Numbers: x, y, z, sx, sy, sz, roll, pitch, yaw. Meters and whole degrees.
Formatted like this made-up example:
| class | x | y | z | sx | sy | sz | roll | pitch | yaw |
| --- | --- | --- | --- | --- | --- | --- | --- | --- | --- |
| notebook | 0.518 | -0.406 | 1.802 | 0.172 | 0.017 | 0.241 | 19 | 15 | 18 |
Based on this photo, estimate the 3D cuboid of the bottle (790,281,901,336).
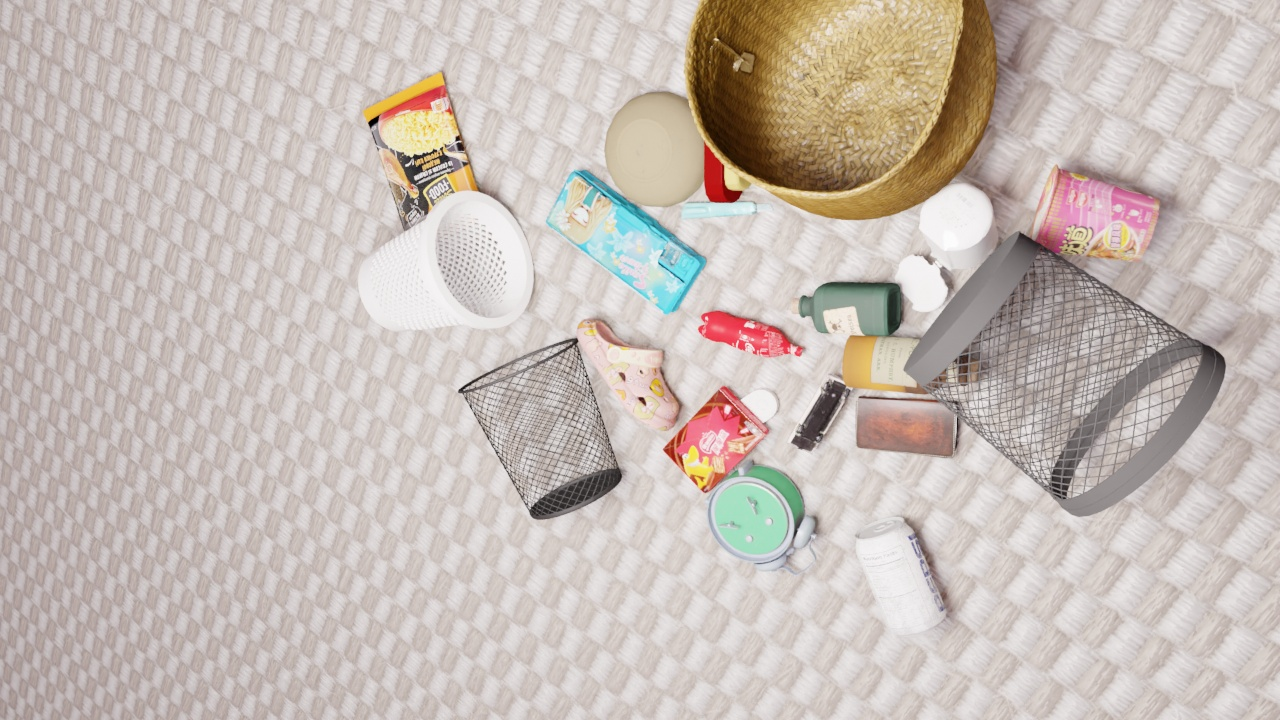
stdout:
| class | x | y | z | sx | sy | sz | roll | pitch | yaw |
| --- | --- | --- | --- | --- | --- | --- | --- | --- | --- |
| bottle | 0.250 | -0.065 | 1.136 | 0.131 | 0.061 | 0.061 | 4 | 106 | 33 |

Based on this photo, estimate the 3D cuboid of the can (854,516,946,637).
| class | x | y | z | sx | sy | sz | roll | pitch | yaw |
| --- | --- | --- | --- | --- | --- | --- | --- | --- | --- |
| can | 0.331 | 0.276 | 1.174 | 0.078 | 0.078 | 0.136 | -22 | 92 | 29 |

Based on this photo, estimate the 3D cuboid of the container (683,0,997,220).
| class | x | y | z | sx | sy | sz | roll | pitch | yaw |
| --- | --- | --- | --- | --- | --- | --- | --- | --- | --- |
| container | 0.220 | -0.305 | 0.991 | 0.308 | 0.196 | 0.307 | -3 | 84 | 31 |

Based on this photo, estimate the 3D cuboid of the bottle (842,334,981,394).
| class | x | y | z | sx | sy | sz | roll | pitch | yaw |
| --- | --- | --- | --- | --- | --- | --- | --- | --- | --- |
| bottle | 0.330 | 0.006 | 1.114 | 0.157 | 0.067 | 0.068 | 5 | 105 | 25 |

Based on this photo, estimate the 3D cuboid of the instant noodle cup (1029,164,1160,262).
| class | x | y | z | sx | sy | sz | roll | pitch | yaw |
| --- | --- | --- | --- | --- | --- | --- | --- | --- | --- |
| instant noodle cup | 0.488 | -0.152 | 0.987 | 0.109 | 0.097 | 0.098 | 15 | 109 | 14 |

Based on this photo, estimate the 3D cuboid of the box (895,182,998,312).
| class | x | y | z | sx | sy | sz | roll | pitch | yaw |
| --- | --- | --- | --- | --- | --- | --- | --- | --- | --- |
| box | 0.345 | -0.126 | 1.056 | 0.142 | 0.140 | 0.083 | -49 | 64 | 12 |

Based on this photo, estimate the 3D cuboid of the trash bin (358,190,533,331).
| class | x | y | z | sx | sy | sz | roll | pitch | yaw |
| --- | --- | --- | --- | --- | --- | --- | --- | --- | --- |
| trash bin | -0.296 | -0.125 | 1.338 | 0.200 | 0.195 | 0.195 | -12 | 97 | 38 |

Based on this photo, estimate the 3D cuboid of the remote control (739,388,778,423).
| class | x | y | z | sx | sy | sz | roll | pitch | yaw |
| --- | --- | --- | --- | --- | --- | --- | --- | --- | --- |
| remote control | 0.132 | 0.084 | 1.262 | 0.137 | 0.013 | 0.043 | -37 | 85 | 29 |

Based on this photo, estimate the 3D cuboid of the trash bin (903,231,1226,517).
| class | x | y | z | sx | sy | sz | roll | pitch | yaw |
| --- | --- | --- | --- | --- | --- | --- | --- | --- | --- |
| trash bin | 0.430 | 0.007 | 0.966 | 0.227 | 0.217 | 0.218 | 38 | 116 | 7 |

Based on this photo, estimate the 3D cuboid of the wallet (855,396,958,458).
| class | x | y | z | sx | sy | sz | roll | pitch | yaw |
| --- | --- | --- | --- | --- | --- | --- | --- | --- | --- |
| wallet | 0.335 | 0.082 | 1.157 | 0.123 | 0.019 | 0.072 | 4 | 104 | 26 |

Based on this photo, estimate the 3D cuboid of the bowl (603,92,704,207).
| class | x | y | z | sx | sy | sz | roll | pitch | yaw |
| --- | --- | --- | --- | --- | --- | --- | --- | --- | --- |
| bowl | 0.015 | -0.277 | 1.210 | 0.152 | 0.050 | 0.152 | 7 | 105 | 25 |

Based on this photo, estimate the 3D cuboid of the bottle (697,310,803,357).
| class | x | y | z | sx | sy | sz | roll | pitch | yaw |
| --- | --- | --- | --- | --- | --- | --- | --- | --- | --- |
| bottle | 0.146 | -0.031 | 1.210 | 0.142 | 0.041 | 0.042 | 19 | 110 | 21 |

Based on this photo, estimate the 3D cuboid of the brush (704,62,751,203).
| class | x | y | z | sx | sy | sz | roll | pitch | yaw |
| --- | --- | --- | --- | --- | --- | --- | --- | --- | --- |
| brush | 0.113 | -0.283 | 1.141 | 0.042 | 0.082 | 0.173 | 6 | 105 | 25 |

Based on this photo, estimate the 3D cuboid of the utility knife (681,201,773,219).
| class | x | y | z | sx | sy | sz | roll | pitch | yaw |
| --- | --- | --- | --- | --- | --- | --- | --- | --- | --- |
| utility knife | 0.112 | -0.198 | 1.202 | 0.126 | 0.015 | 0.022 | 2 | 105 | 24 |

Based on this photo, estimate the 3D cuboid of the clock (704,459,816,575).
| class | x | y | z | sx | sy | sz | roll | pitch | yaw |
| --- | --- | --- | --- | --- | --- | --- | --- | --- | --- |
| clock | 0.169 | 0.223 | 1.242 | 0.161 | 0.075 | 0.122 | 47 | 118 | 8 |

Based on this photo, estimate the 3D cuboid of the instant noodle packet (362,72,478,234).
| class | x | y | z | sx | sy | sz | roll | pitch | yaw |
| --- | --- | --- | --- | --- | --- | --- | --- | --- | --- |
| instant noodle packet | -0.326 | -0.298 | 1.384 | 0.160 | 0.032 | 0.221 | -15 | 96 | 29 |

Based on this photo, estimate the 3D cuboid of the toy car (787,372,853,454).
| class | x | y | z | sx | sy | sz | roll | pitch | yaw |
| --- | --- | --- | --- | --- | --- | --- | --- | --- | --- |
| toy car | 0.233 | 0.067 | 1.194 | 0.039 | 0.039 | 0.113 | 24 | 112 | -6 |

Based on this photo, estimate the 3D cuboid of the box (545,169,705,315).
| class | x | y | z | sx | sy | sz | roll | pitch | yaw |
| --- | --- | --- | --- | --- | --- | --- | --- | --- | --- |
| box | -0.024 | -0.164 | 1.262 | 0.227 | 0.041 | 0.094 | 38 | 116 | 13 |

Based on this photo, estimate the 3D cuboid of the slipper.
| class | x | y | z | sx | sy | sz | roll | pitch | yaw |
| --- | --- | --- | --- | --- | --- | --- | --- | --- | --- |
| slipper | -0.008 | 0.007 | 1.273 | 0.082 | 0.093 | 0.197 | -42 | 82 | 17 |

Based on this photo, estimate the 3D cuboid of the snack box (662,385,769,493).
| class | x | y | z | sx | sy | sz | roll | pitch | yaw |
| --- | --- | --- | --- | --- | --- | --- | --- | --- | --- |
| snack box | 0.102 | 0.110 | 1.262 | 0.089 | 0.021 | 0.133 | 45 | 119 | 9 |

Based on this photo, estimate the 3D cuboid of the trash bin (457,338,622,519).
| class | x | y | z | sx | sy | sz | roll | pitch | yaw |
| --- | --- | --- | --- | --- | --- | --- | --- | --- | --- |
| trash bin | -0.133 | 0.101 | 1.312 | 0.184 | 0.183 | 0.210 | -18 | 99 | 29 |
